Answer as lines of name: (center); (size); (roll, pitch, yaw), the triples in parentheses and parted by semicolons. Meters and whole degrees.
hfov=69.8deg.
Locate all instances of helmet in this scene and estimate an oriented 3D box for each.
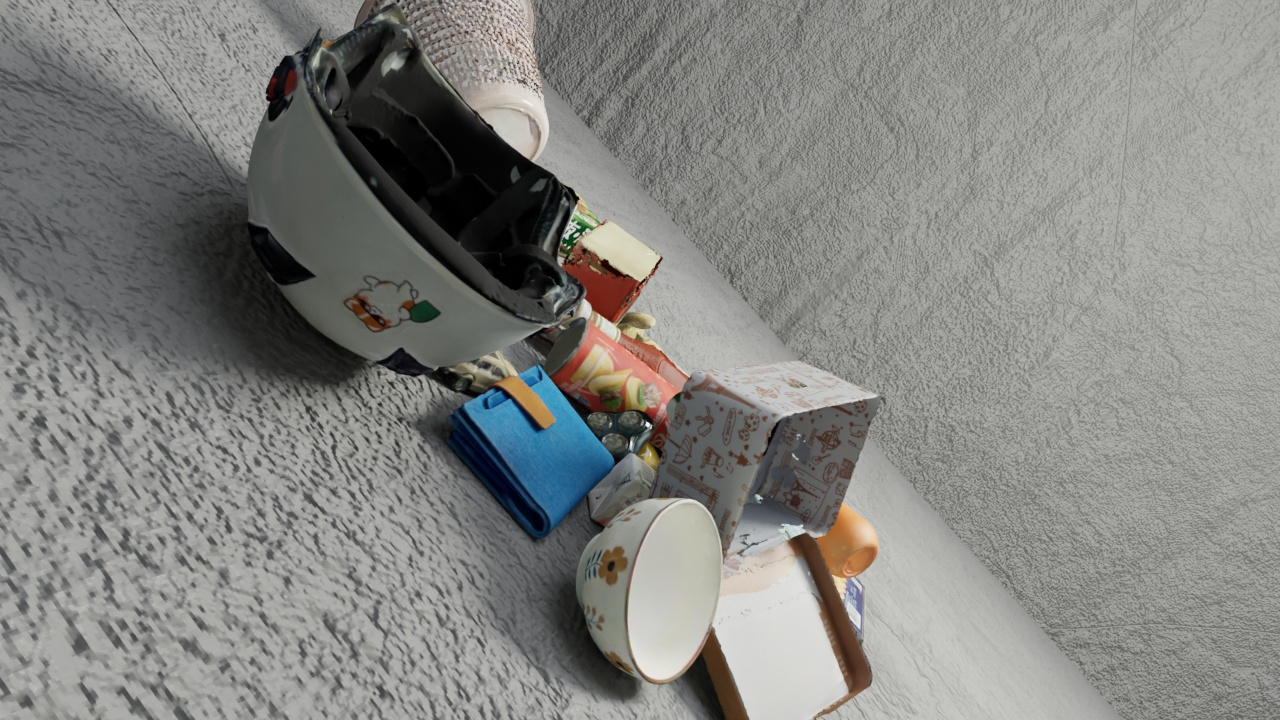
helmet: (-0.160, -0.090, 0.600); (0.230, 0.157, 0.273); (43, 23, -29)

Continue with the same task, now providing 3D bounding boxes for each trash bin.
trash bin: (-0.206, -0.324, 1.088); (0.227, 0.228, 0.192); (25, 38, -58)

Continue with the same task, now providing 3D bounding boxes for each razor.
razor: (0.008, 0.091, 0.818); (0.062, 0.067, 0.167); (50, 6, 36)

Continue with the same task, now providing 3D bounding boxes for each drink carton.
drink carton: (0.019, 0.134, 0.734); (0.122, 0.054, 0.045); (42, 16, -22)

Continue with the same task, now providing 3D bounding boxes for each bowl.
bowl: (-0.001, 0.141, 0.583); (0.062, 0.113, 0.113); (4, -13, 33)

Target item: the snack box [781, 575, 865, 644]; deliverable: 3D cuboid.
snack box: (0.167, 0.214, 0.990); (0.182, 0.046, 0.177); (49, 13, 7)

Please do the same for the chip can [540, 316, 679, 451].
chip can: (0.006, 0.046, 0.890); (0.216, 0.073, 0.073); (39, 15, -22)

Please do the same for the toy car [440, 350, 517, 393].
toy car: (-0.122, 0.006, 0.708); (0.090, 0.035, 0.042); (34, 20, -55)

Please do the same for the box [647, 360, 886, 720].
box: (0.099, 0.136, 0.691); (0.178, 0.126, 0.273); (-4, 91, -51)

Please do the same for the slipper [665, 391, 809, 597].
slipper: (0.089, 0.139, 0.843); (0.245, 0.074, 0.104); (56, 13, -7)

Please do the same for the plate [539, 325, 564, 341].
plate: (-0.110, -0.070, 0.973); (0.163, 0.034, 0.164); (55, 14, 31)

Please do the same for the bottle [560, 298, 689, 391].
bottle: (-0.006, 0.006, 0.947); (0.206, 0.060, 0.059); (41, 14, -35)

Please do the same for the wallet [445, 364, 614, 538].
wallet: (-0.075, 0.060, 0.663); (0.106, 0.040, 0.132); (51, 20, 2)

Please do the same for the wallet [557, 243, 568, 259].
wallet: (-0.140, -0.148, 1.041); (0.115, 0.024, 0.087); (22, -4, 12)

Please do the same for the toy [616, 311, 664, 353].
toy: (-0.020, -0.027, 1.100); (0.157, 0.066, 0.105); (45, -20, -26)

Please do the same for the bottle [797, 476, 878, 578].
bottle: (0.189, 0.163, 0.983); (0.066, 0.067, 0.149); (34, 12, -44)

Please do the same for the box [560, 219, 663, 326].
box: (-0.032, -0.106, 1.009); (0.091, 0.080, 0.168); (34, 19, -1)

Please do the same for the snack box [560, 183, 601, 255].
snack box: (-0.131, -0.208, 1.262); (0.114, 0.063, 0.239); (51, 13, 17)
